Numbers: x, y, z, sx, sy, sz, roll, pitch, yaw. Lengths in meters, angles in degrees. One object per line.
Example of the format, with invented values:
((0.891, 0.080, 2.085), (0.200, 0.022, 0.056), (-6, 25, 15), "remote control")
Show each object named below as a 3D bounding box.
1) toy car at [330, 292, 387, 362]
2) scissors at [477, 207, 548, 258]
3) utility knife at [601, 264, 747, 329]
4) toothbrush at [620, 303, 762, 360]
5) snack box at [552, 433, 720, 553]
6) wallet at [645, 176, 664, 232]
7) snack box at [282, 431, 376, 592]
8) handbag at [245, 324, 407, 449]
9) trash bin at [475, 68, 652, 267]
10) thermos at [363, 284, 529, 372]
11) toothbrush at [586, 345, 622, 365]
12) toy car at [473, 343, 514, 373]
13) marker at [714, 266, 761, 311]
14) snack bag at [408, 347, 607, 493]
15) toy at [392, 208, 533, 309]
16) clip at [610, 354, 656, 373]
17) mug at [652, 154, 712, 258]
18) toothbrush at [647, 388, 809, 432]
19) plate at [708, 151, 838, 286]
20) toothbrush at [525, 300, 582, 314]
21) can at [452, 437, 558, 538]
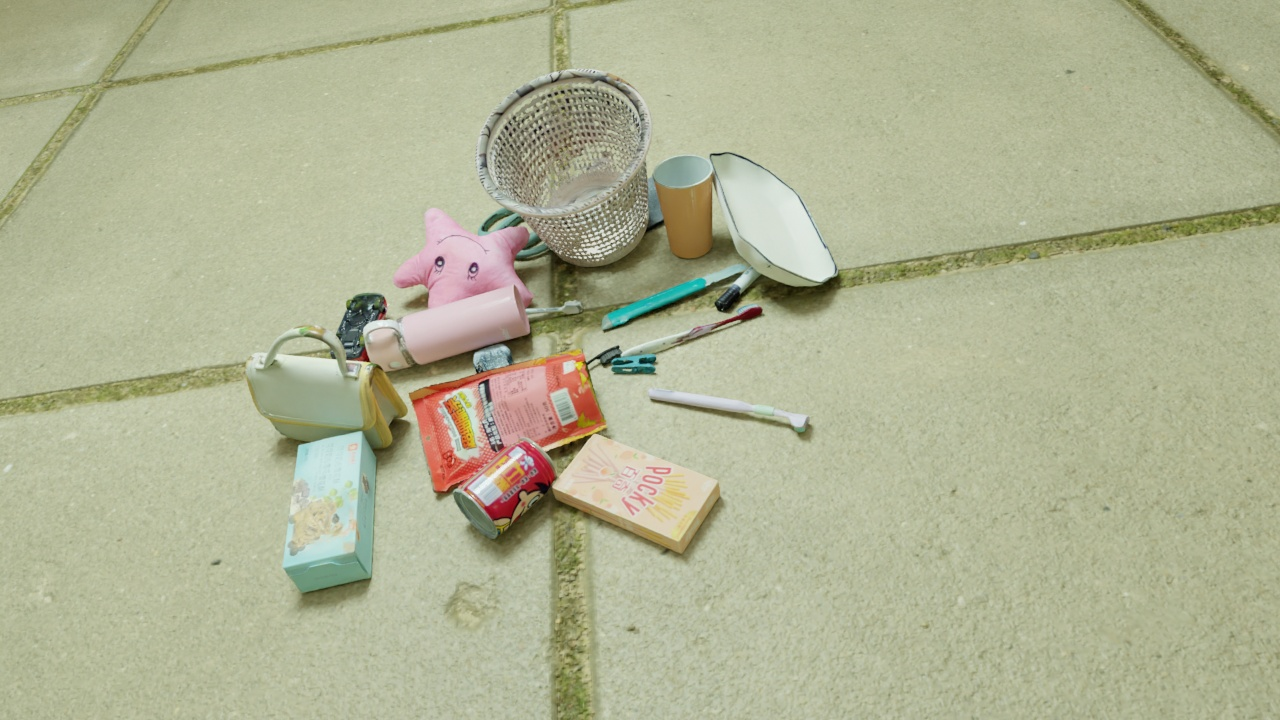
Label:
((-0.366, -0.039, 1.198), (0.053, 0.045, 0.120), (0, 50, 8), "toy car")
((-0.183, -0.167, 1.314), (0.169, 0.019, 0.177), (11, 46, 21), "scissors")
((0.043, -0.084, 1.184), (0.209, 0.013, 0.029), (-23, 43, -8), "utility knife")
((0.063, -0.036, 1.130), (0.187, 0.016, 0.017), (-19, 36, -9), "toothbrush")
((-0.005, 0.136, 0.958), (0.157, 0.026, 0.084), (18, 51, 27), "snack box")
((0.027, -0.235, 1.342), (0.120, 0.019, 0.097), (-29, 47, -16), "wallet")
((-0.329, 0.158, 0.982), (0.074, 0.052, 0.174), (-13, 44, -1), "snack box")
((-0.367, 0.028, 1.035), (0.163, 0.179, 0.063), (5, 51, 14), "handbag")
((-0.079, -0.233, 1.210), (0.228, 0.192, 0.227), (-5, 64, 10), "trash bin")
((-0.244, -0.043, 1.142), (0.198, 0.087, 0.067), (-14, 59, 2), "thermos")
((-0.099, 0.032, 1.095), (0.189, 0.014, 0.016), (-32, 73, -19), "toothbrush")
((-0.171, 0.018, 1.111), (0.049, 0.031, 0.105), (-21, 45, -9), "toy car")
((0.141, -0.106, 1.185), (0.023, 0.018, 0.130), (21, 52, 39), "marker")
((-0.149, 0.061, 1.037), (0.208, 0.073, 0.128), (-19, 66, -4), "snack bag")
((-0.232, -0.114, 1.228), (0.195, 0.075, 0.178), (15, 70, 10), "toy")
((-0.008, 0.005, 1.103), (0.057, 0.015, 0.048), (-4, 46, 6), "clip")
((0.061, -0.201, 1.223), (0.078, 0.123, 0.078), (-5, 43, 5), "mug")
((0.095, 0.053, 1.030), (0.189, 0.021, 0.029), (10, 9, 23), "toothbrush")
((0.164, -0.182, 1.203), (0.162, 0.034, 0.265), (17, 38, -27), "plate")
((-0.165, -0.064, 1.192), (0.180, 0.016, 0.016), (-5, 34, -4), "toothbrush")
((-0.140, 0.131, 0.960), (0.066, 0.067, 0.093), (28, 56, 34), "can")
